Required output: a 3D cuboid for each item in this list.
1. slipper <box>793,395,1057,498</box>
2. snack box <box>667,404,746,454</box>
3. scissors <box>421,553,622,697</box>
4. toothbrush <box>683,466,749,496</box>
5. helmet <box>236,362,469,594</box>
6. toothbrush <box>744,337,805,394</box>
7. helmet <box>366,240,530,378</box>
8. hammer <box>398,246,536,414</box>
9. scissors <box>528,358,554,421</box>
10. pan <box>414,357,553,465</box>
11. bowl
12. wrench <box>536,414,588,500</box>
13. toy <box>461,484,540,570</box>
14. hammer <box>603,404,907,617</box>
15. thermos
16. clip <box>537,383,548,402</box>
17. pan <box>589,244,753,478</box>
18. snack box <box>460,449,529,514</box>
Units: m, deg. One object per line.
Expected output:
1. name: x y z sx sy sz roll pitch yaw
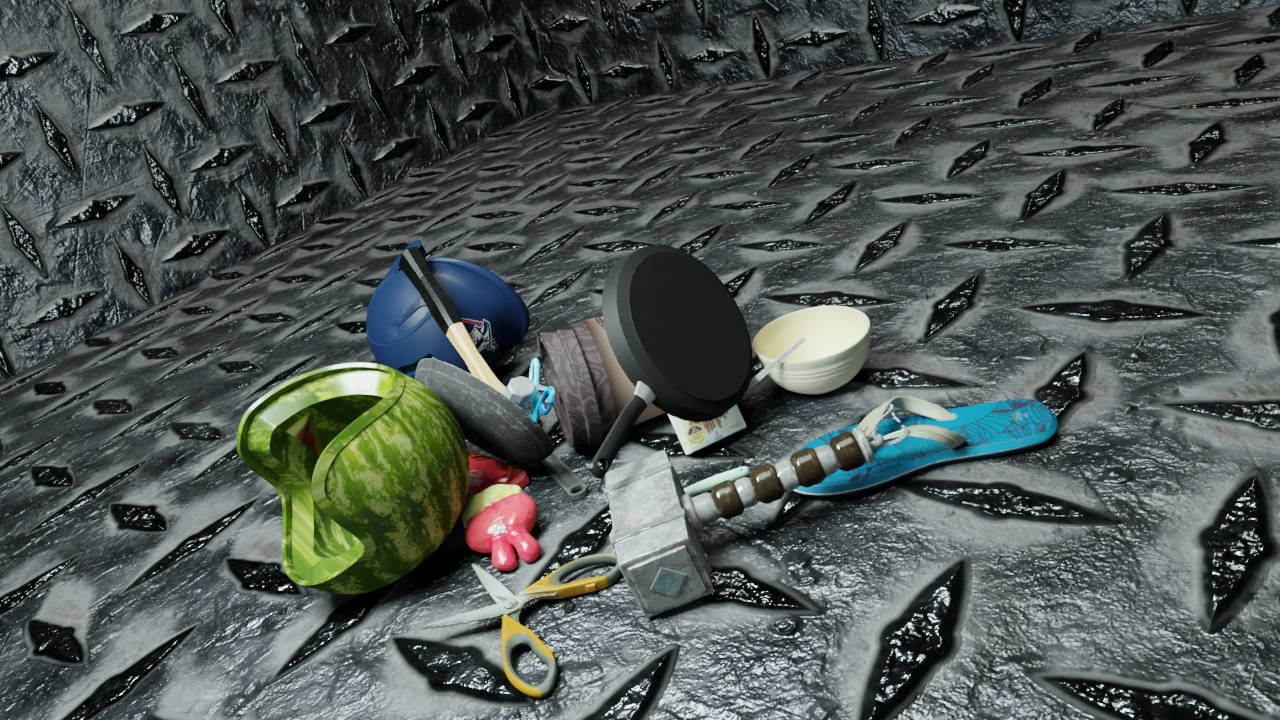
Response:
1. slipper: 0.298 0.077 1.003 0.295 0.060 0.118 -13 22 10
2. snack box: 0.065 0.033 1.144 0.081 0.150 0.026 -21 -7 -19
3. scissors: -0.110 0.255 0.948 0.229 0.016 0.225 -24 30 -21
4. toothbrush: 0.053 0.152 1.061 0.155 0.015 0.022 -20 60 -2
5. helmet: -0.314 0.137 1.064 0.213 0.247 0.242 16 36 36
6. toothbrush: 0.142 0.025 1.151 0.182 0.010 0.010 -44 12 31
7. helmet: -0.310 -0.058 1.472 0.273 0.232 0.222 -22 42 24
8. hammer: -0.258 -0.033 1.310 0.039 0.131 0.328 -16 61 -39
9. scissors: -0.138 0.055 1.236 0.011 0.134 0.140 10 -18 -21
10. pan: -0.257 0.063 1.209 0.358 0.207 0.040 8 58 44
11. bowl: 0.227 -0.004 1.191 0.151 0.075 0.150 -14 26 7
12. wrench: -0.134 0.125 1.238 0.073 0.018 0.273 -27 28 -17
13. toy: -0.162 0.194 1.079 0.091 0.045 0.135 -34 42 -10
14. hammer: 0.122 0.131 0.946 0.326 0.079 0.176 -23 25 4
15. thermos: -0.007 0.007 1.229 0.226 0.173 0.172 -16 25 -12
16. clip: -0.089 0.024 1.401 0.165 0.032 0.165 -7 28 23
17. pan: 0.027 0.004 1.059 0.034 0.225 0.355 -30 20 43
18. snack box: -0.220 0.163 1.210 0.089 0.021 0.133 -36 31 -32
